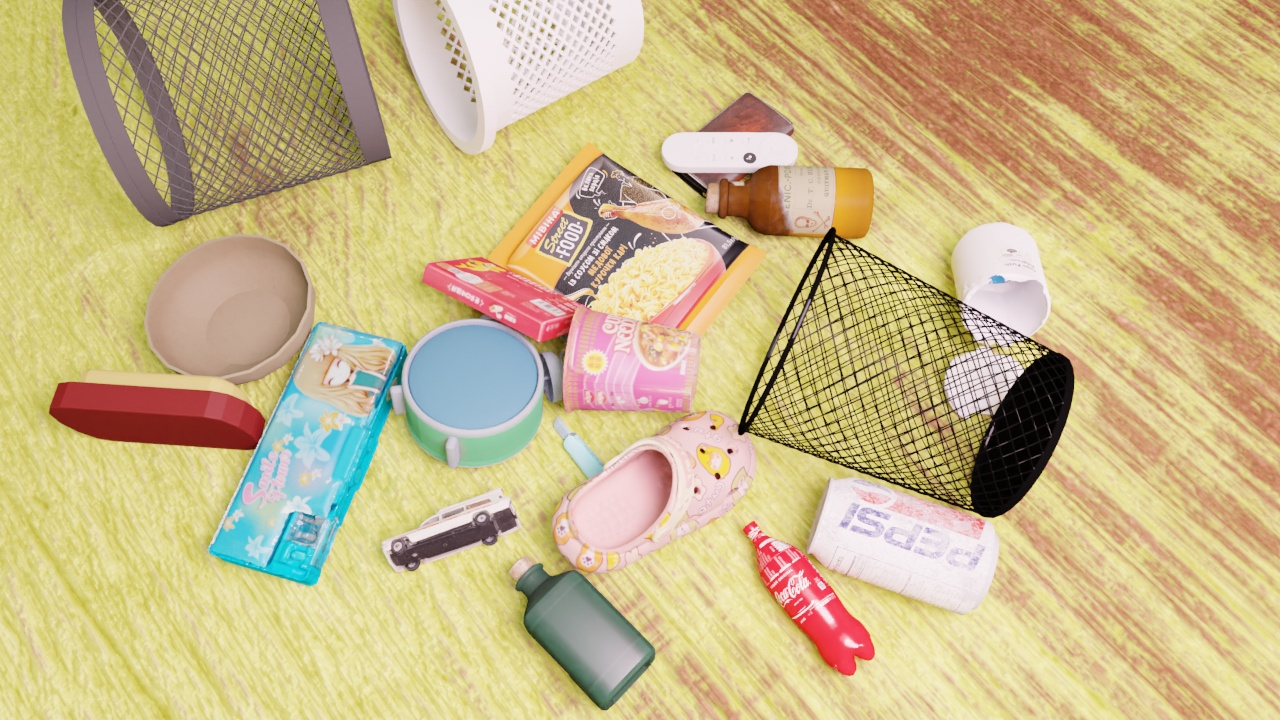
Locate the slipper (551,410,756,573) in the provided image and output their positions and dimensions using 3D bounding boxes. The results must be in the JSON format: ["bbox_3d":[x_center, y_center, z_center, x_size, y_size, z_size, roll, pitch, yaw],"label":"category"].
[{"bbox_3d":[0.018,0.101,0.756,0.196,0.082,0.093,-31,69,-24],"label":"slipper"}]

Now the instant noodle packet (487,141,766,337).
[{"bbox_3d":[-0.016,-0.100,0.886,0.221,0.032,0.159,35,78,16],"label":"instant noodle packet"}]

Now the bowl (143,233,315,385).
[{"bbox_3d":[-0.376,-0.041,0.860,0.152,0.050,0.152,-1,65,1],"label":"bowl"}]

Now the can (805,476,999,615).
[{"bbox_3d":[0.210,0.147,0.742,0.136,0.078,0.078,18,67,9],"label":"can"}]

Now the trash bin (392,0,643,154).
[{"bbox_3d":[-0.116,-0.336,0.929,0.199,0.196,0.195,-27,67,-21],"label":"trash bin"}]

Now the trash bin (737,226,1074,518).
[{"bbox_3d":[0.213,0.019,0.745,0.210,0.184,0.183,24,68,4],"label":"trash bin"}]

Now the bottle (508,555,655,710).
[{"bbox_3d":[-0.054,0.208,0.730,0.131,0.061,0.061,41,71,18],"label":"bottle"}]

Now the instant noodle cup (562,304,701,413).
[{"bbox_3d":[-0.005,0.005,0.800,0.109,0.098,0.097,6,65,7],"label":"instant noodle cup"}]

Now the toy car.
[{"bbox_3d":[-0.161,0.143,0.779,0.113,0.039,0.039,-18,45,-6],"label":"toy car"}]

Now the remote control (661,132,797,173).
[{"bbox_3d":[0.090,-0.209,0.924,0.136,0.013,0.043,0,66,1],"label":"remote control"}]

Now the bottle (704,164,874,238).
[{"bbox_3d":[0.141,-0.155,0.890,0.157,0.068,0.067,3,65,3],"label":"bottle"}]

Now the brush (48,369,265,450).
[{"bbox_3d":[-0.419,0.041,0.805,0.173,0.082,0.041,4,65,3],"label":"brush"}]

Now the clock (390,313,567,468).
[{"bbox_3d":[-0.133,0.019,0.818,0.122,0.075,0.161,41,60,19],"label":"clock"}]

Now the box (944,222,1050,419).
[{"bbox_3d":[0.320,-0.036,0.835,0.083,0.142,0.139,13,37,4],"label":"box"}]

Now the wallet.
[{"bbox_3d":[0.093,-0.222,0.949,0.123,0.019,0.072,-42,71,-16],"label":"wallet"}]

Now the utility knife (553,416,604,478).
[{"bbox_3d":[-0.040,0.097,0.807,0.022,0.015,0.126,-42,69,2],"label":"utility knife"}]

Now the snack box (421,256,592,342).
[{"bbox_3d":[-0.121,-0.059,0.840,0.133,0.089,0.021,26,110,19],"label":"snack box"}]

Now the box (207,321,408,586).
[{"bbox_3d":[-0.286,0.076,0.808,0.094,0.041,0.226,14,66,8],"label":"box"}]

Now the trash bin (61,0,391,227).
[{"bbox_3d":[-0.378,-0.262,0.879,0.227,0.218,0.217,-16,65,-10],"label":"trash bin"}]

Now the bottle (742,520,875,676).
[{"bbox_3d":[0.132,0.189,0.744,0.042,0.042,0.141,-34,69,-14],"label":"bottle"}]
